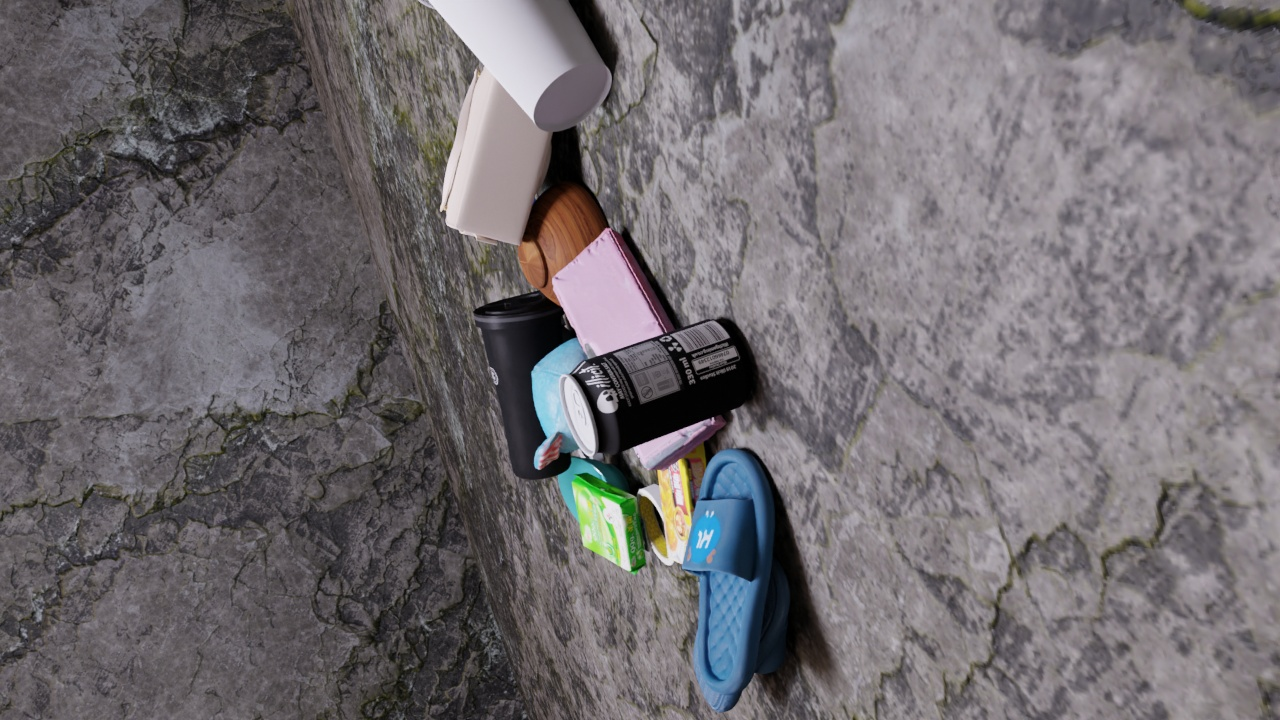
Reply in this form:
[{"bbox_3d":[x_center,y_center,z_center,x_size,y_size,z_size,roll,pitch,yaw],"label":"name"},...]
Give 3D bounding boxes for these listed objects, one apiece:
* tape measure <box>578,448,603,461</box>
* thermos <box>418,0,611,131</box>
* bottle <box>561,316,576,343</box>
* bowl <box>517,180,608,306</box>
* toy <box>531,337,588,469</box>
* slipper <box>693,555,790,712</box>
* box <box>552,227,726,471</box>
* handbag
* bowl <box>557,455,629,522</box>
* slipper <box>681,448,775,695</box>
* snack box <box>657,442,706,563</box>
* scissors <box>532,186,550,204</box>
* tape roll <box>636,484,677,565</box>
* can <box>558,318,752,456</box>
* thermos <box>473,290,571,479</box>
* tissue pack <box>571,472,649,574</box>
[{"bbox_3d":[-0.073,0.107,1.248,0.065,0.016,0.064,19,126,65],"label":"tape measure"},{"bbox_3d":[-0.119,-0.321,0.847,0.221,0.131,0.132,56,157,16],"label":"thermos"},{"bbox_3d":[-0.102,0.000,1.165,0.060,0.060,0.108,-9,100,70],"label":"bottle"},{"bbox_3d":[-0.092,-0.115,0.998,0.147,0.068,0.147,42,143,43],"label":"bowl"},{"bbox_3d":[-0.058,0.048,1.033,0.115,0.183,0.181,20,168,12],"label":"toy"},{"bbox_3d":[0.099,0.257,0.881,0.103,0.059,0.214,-114,30,-41],"label":"slipper"},{"bbox_3d":[-0.008,-0.013,0.882,0.098,0.041,0.232,-39,64,28],"label":"box"},{"bbox_3d":[-0.165,-0.233,1.009,0.198,0.101,0.195,38,114,64],"label":"handbag"},{"bbox_3d":[-0.049,0.166,1.174,0.121,0.046,0.121,29,133,36],"label":"bowl"},{"bbox_3d":[0.069,0.184,0.811,0.104,0.059,0.213,171,105,-64],"label":"slipper"},{"bbox_3d":[0.042,0.125,0.911,0.075,0.025,0.152,173,90,-70],"label":"snack box"},{"bbox_3d":[-0.119,-0.165,1.115,0.125,0.016,0.125,147,109,-67],"label":"scissors"},{"bbox_3d":[0.025,0.191,1.066,0.094,0.019,0.094,53,153,41],"label":"tape roll"},{"bbox_3d":[0.013,0.022,0.758,0.080,0.145,0.080,53,153,41],"label":"can"},{"bbox_3d":[-0.132,0.028,1.099,0.106,0.105,0.219,-155,55,-63],"label":"thermos"},{"bbox_3d":[-0.037,0.196,1.112,0.100,0.034,0.114,18,125,45],"label":"tissue pack"}]
